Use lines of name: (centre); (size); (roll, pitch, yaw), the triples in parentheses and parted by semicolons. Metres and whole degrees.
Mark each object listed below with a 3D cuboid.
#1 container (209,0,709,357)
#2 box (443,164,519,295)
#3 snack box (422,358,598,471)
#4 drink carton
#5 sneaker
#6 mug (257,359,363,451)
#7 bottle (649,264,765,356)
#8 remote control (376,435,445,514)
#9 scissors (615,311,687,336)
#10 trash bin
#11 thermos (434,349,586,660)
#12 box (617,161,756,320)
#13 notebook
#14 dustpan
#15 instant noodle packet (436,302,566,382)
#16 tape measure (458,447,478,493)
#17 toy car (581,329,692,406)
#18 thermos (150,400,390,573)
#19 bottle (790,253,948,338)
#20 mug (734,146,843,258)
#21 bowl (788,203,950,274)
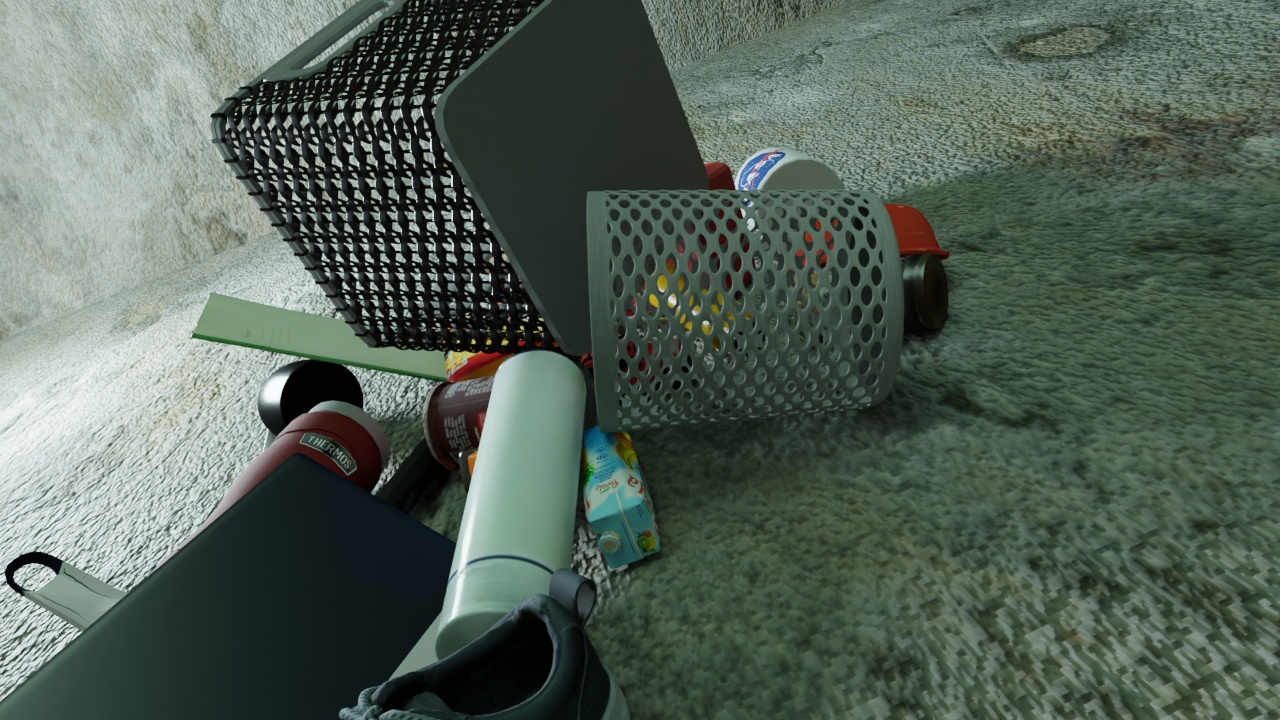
container: (-0.126, -0.159, 0.735); (0.244, 0.246, 0.246); (8, 49, 38)
box: (-0.123, -0.182, 1.065); (0.144, 0.187, 0.104); (-4, 43, 24)
snack box: (-0.099, 0.042, 0.714); (0.121, 0.072, 0.072); (-11, 24, 22)
drink carton: (-0.016, 0.081, 0.586); (0.038, 0.044, 0.128); (-21, 21, 1)
sneaker: (-0.099, 0.181, 0.374); (0.234, 0.087, 0.089); (-36, 27, -34)
mug: (-0.341, 0.056, 0.903); (0.100, 0.085, 0.118); (-3, 57, 48)
bottle: (0.056, -0.042, 0.790); (0.043, 0.043, 0.143); (-28, 33, -16)
remote control: (-0.170, 0.084, 0.728); (0.022, 0.047, 0.150); (21, 32, 4)
scissors: (-0.016, -0.030, 0.850); (0.157, 0.013, 0.171); (-12, 32, -3)
trash bin: (0.062, -0.035, 0.598); (0.183, 0.157, 0.156); (-3, 23, 0)
thermos: (-0.071, 0.083, 0.550); (0.068, 0.068, 0.229); (-16, 33, 12)
box: (0.020, -0.113, 0.897); (0.158, 0.129, 0.087); (-5, 23, 31)
notebook: (-0.312, -0.021, 0.936); (0.252, 0.010, 0.182); (12, 12, -23)
dustpan: (-0.244, 0.159, 0.511); (0.273, 0.080, 0.235); (28, 38, 7)
instant noodle packet: (-0.131, -0.028, 0.953); (0.159, 0.032, 0.220); (-21, 22, -8)
tape measure: (-0.098, 0.081, 0.660); (0.059, 0.038, 0.058); (-13, -13, -2)
toy car: (-0.004, 0.004, 0.745); (0.100, 0.049, 0.051); (-17, 23, 9)
thermos: (-0.273, 0.121, 0.689); (0.108, 0.084, 0.198); (-48, 9, 32)
bottle: (0.172, -0.047, 0.696); (0.105, 0.056, 0.056); (-4, 28, 36)
mug: (0.143, -0.156, 0.949); (0.121, 0.091, 0.090); (-54, 19, 11)
bowl: (0.184, -0.100, 0.751); (0.130, 0.045, 0.130); (-5, 0, 0)
